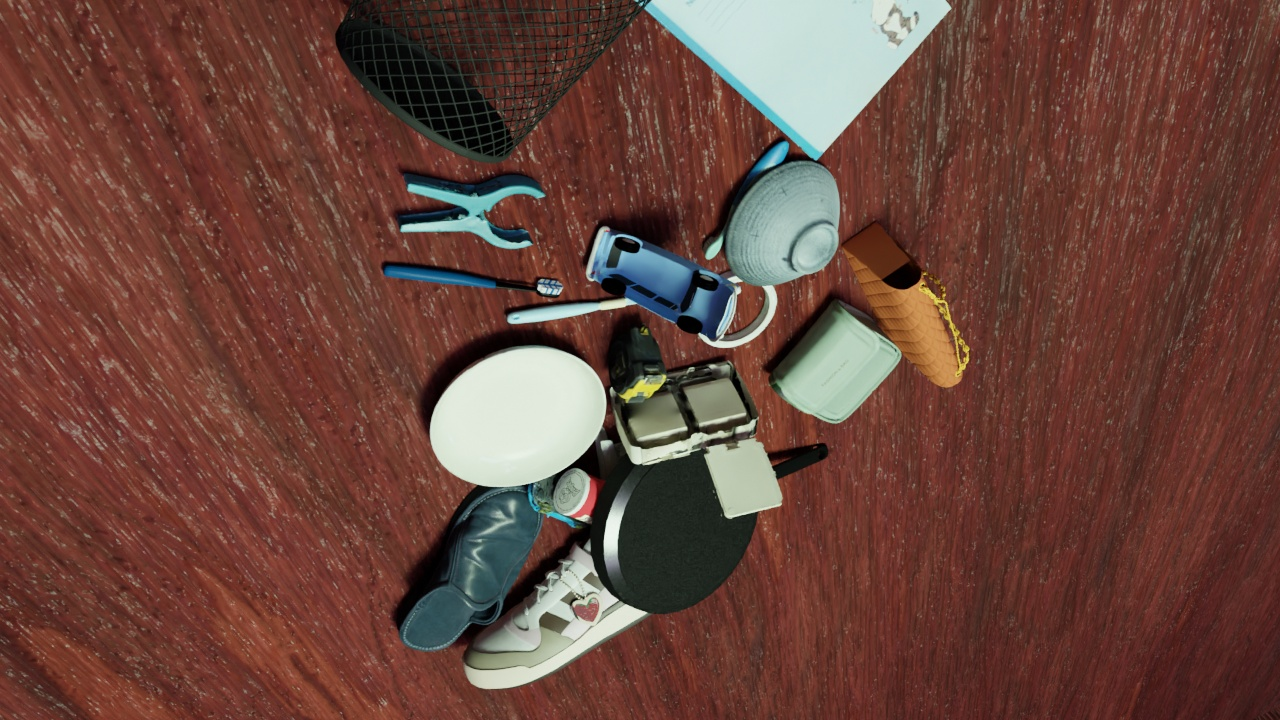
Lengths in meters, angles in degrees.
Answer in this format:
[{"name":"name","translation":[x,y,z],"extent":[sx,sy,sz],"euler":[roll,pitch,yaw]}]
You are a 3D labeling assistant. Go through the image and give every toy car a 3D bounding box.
[{"name":"toy car","translation":[-0.091,0.157,1.036],"extent":[0.032,0.048,0.105],"euler":[-13,149,36]},{"name":"toy car","translation":[0.023,-0.072,0.846],"extent":[0.054,0.153,0.056],"euler":[-23,136,-59]}]

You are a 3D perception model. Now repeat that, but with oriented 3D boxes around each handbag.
[{"name":"handbag","translation":[0.295,-0.058,0.988],"extent":[0.060,0.108,0.172],"euler":[-35,132,5]},{"name":"handbag","translation":[0.218,0.004,1.034],"extent":[0.106,0.067,0.122],"euler":[25,114,-35]}]

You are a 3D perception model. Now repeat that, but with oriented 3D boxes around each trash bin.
[{"name":"trash bin","translation":[-0.088,-0.261,0.619],"extent":[0.184,0.184,0.211],"euler":[25,119,-37]}]

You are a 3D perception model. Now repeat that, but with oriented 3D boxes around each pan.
[{"name":"pan","translation":[0.099,0.163,1.070],"extent":[0.355,0.034,0.225],"euler":[-18,113,-31]}]

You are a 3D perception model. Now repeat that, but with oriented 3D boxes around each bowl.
[{"name":"bowl","translation":[0.155,-0.121,0.896],"extent":[0.136,0.057,0.137],"euler":[-19,132,-23]}]

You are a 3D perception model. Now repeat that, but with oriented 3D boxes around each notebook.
[{"name":"notebook","translation":[0.138,-0.306,0.786],"extent":[0.253,0.009,0.181],"euler":[28,112,-37]}]

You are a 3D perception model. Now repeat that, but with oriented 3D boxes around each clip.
[{"name":"clip","translation":[-0.018,0.118,1.039],"extent":[0.059,0.052,0.102],"euler":[-8,131,-2]},{"name":"clip","translation":[-0.137,-0.145,0.785],"extent":[0.130,0.030,0.120],"euler":[17,123,-35]}]

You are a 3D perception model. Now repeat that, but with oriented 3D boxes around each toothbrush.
[{"name":"toothbrush","translation":[-0.151,-0.074,0.843],"extent":[0.167,0.014,0.014],"euler":[6,135,-26]},{"name":"toothbrush","translation":[-0.055,-0.052,0.903],"extent":[0.154,0.016,0.022],"euler":[-9,98,-17]},{"name":"toothbrush","translation":[0.100,-0.156,0.889],"extent":[0.022,0.017,0.135],"euler":[21,114,-34]}]

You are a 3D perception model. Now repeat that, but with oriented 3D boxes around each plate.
[{"name":"plate","translation":[-0.127,0.053,0.943],"extent":[0.182,0.034,0.183],"euler":[-12,131,-15]}]

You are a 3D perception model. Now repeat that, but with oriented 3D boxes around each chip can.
[{"name":"chip can","translation":[-0.003,0.182,1.055],"extent":[0.214,0.051,0.052],"euler":[30,111,-38]}]

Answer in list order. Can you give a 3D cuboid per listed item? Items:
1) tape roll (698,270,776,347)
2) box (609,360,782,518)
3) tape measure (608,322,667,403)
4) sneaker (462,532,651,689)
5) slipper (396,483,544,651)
[{"name":"tape roll","translation":[0.099,-0.054,0.970],"extent":[0.093,0.013,0.093],"euler":[-12,131,-15]},{"name":"box","translation":[0.056,0.087,0.951],"extent":[0.143,0.184,0.044],"euler":[-12,135,-9]},{"name":"tape measure","translation":[-0.006,0.005,0.933],"extent":[0.042,0.071,0.072],"euler":[-5,150,-23]},{"name":"sneaker","translation":[-0.098,0.288,1.114],"extent":[0.294,0.111,0.116],"euler":[-26,111,0]},{"name":"slipper","translation":[-0.187,0.254,1.045],"extent":[0.108,0.083,0.266],"euler":[23,110,-34]}]
